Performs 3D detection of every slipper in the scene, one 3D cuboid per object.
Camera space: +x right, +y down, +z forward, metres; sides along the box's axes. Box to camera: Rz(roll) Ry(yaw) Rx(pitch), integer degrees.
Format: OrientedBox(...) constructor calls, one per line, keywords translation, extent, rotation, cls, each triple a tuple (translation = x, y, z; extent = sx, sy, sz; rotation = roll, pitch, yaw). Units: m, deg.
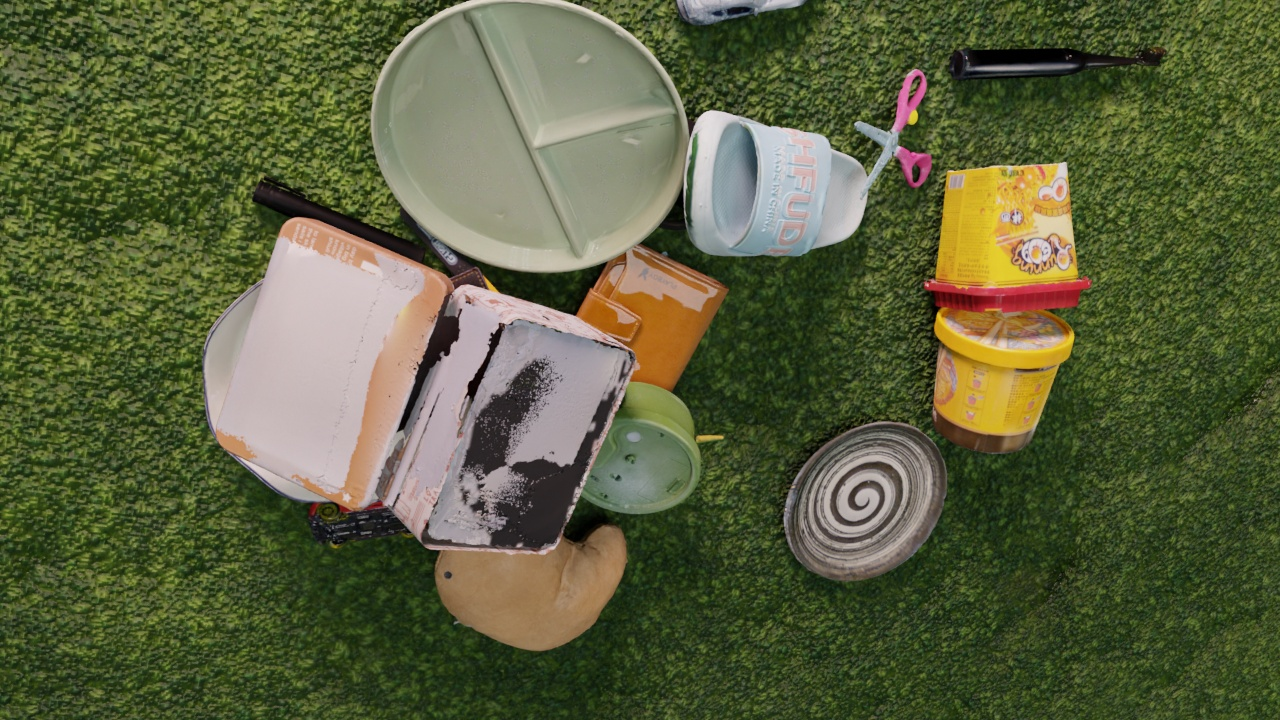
OrientedBox(translation=(0.119, -0.128, 0.716), extent=(0.244, 0.074, 0.104), rotation=(-5, 108, -48), cls="slipper")

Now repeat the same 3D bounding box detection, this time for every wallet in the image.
OrientedBox(translation=(-0.007, -0.030, 0.776), extent=(0.119, 0.035, 0.131), rotation=(23, 106, -20), cls="wallet")
OrientedBox(translation=(-0.162, -0.006, 0.713), extent=(0.122, 0.020, 0.096), rotation=(-26, 115, -9), cls="wallet")

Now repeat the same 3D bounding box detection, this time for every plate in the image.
OrientedBox(translation=(0.224, 0.140, 0.923), extent=(0.179, 0.024, 0.180), rotation=(-6, 111, -16), cls="plate")
OrientedBox(translation=(-0.079, -0.159, 0.671), extent=(0.230, 0.027, 0.231), rotation=(1, 135, 1), cls="plate")
OrientedBox(translation=(-0.237, 0.017, 0.734), extent=(0.204, 0.045, 0.205), rotation=(-5, 112, -14), cls="plate")

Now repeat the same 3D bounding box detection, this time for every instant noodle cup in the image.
OrientedBox(translation=(0.331, 0.015, 0.860), extent=(0.118, 0.118, 0.115), rotation=(-7, 118, -14), cls="instant noodle cup")
OrientedBox(translation=(0.325, -0.110, 0.817), extent=(0.116, 0.116, 0.124), rotation=(-5, 99, -14), cls="instant noodle cup")

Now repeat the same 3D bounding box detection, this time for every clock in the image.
OrientedBox(translation=(-0.021, 0.066, 0.776), extent=(0.161, 0.056, 0.116), rotation=(26, 128, -16), cls="clock")

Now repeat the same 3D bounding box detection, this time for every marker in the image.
OrientedBox(translation=(-0.148, -0.078, 0.741), extent=(0.018, 0.015, 0.124), rotation=(-43, 113, -5), cls="marker")
OrientedBox(translation=(-0.229, -0.104, 0.707), extent=(0.132, 0.020, 0.022), rotation=(23, 77, -21), cls="marker")

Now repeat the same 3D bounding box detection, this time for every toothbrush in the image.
OrientedBox(translation=(0.375, -0.266, 0.814), extent=(0.212, 0.026, 0.027), rotation=(-7, 149, -14), cls="toothbrush")

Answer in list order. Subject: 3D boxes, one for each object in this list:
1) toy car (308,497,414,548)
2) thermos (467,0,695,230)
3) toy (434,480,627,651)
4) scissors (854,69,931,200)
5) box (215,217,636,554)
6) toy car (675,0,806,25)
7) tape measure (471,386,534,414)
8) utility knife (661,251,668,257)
OrientedBox(translation=(-0.226, 0.131, 0.783), extent=(0.106, 0.031, 0.049), rotation=(-5, 139, -11), cls="toy car")
OrientedBox(translation=(-0.038, -0.183, 0.707), extent=(0.242, 0.068, 0.090), rotation=(29, 113, -24), cls="thermos")
OrientedBox(translation=(-0.113, 0.173, 0.792), extent=(0.226, 0.082, 0.143), rotation=(35, 84, -35), cls="toy")
OrientedBox(translation=(0.219, -0.183, 0.784), extent=(0.133, 0.017, 0.131), rotation=(-58, 136, -18), cls="scissors")
OrientedBox(translation=(-0.151, 0.027, 0.655), extent=(0.271, 0.132, 0.179), rotation=(20, 98, -17), cls="box")
OrientedBox(translation=(0.083, -0.297, 0.716), extent=(0.120, 0.037, 0.054), rotation=(-16, 113, -13), cls="toy car")
OrientedBox(translation=(-0.118, 0.048, 0.790), extent=(0.054, 0.025, 0.058), rotation=(6, 104, -16), cls="tape measure")
OrientedBox(translation=(-0.005, 0.005, 0.810), extent=(0.031, 0.021, 0.209), rotation=(5, 114, -20), cls="utility knife")
